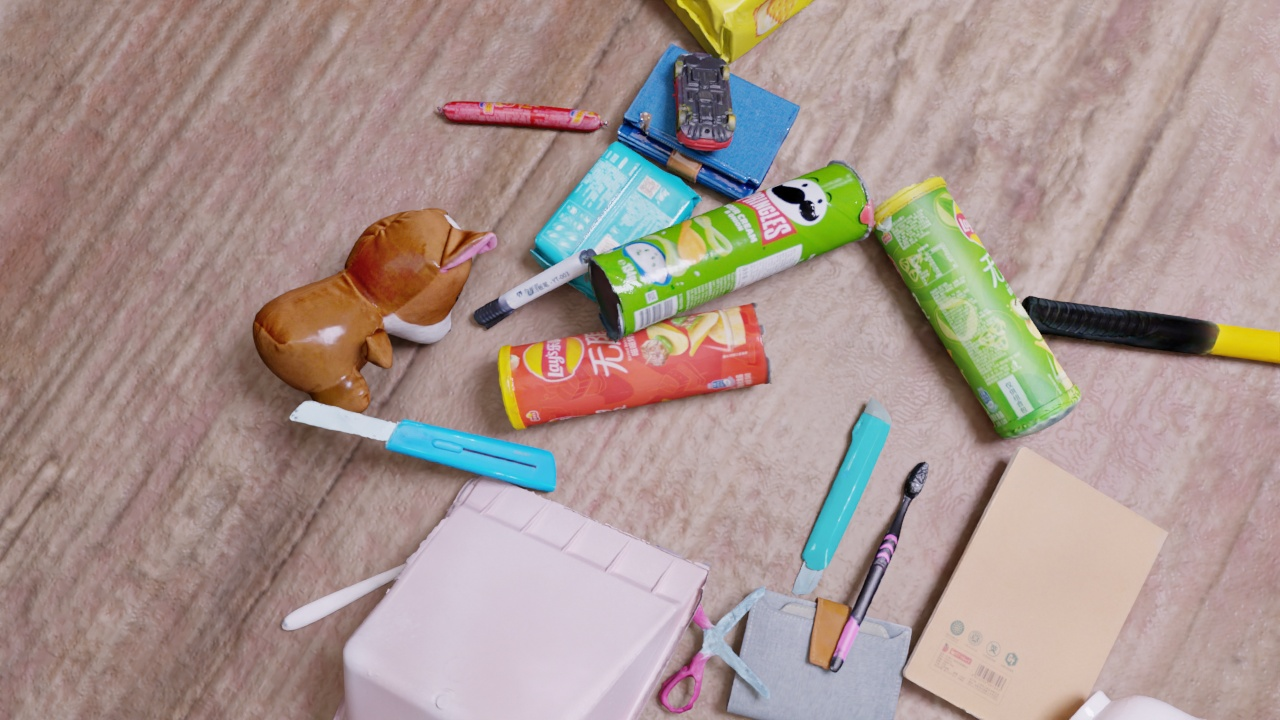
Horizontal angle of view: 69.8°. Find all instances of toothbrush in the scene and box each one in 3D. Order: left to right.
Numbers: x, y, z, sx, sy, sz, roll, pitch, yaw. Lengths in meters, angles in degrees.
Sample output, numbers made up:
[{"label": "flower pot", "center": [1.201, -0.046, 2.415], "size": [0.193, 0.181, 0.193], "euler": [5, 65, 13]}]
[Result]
[{"label": "toothbrush", "center": [-0.217, 0.183, 0.765], "size": [0.180, 0.016, 0.016], "euler": [-25, 79, -1]}, {"label": "toothbrush", "center": [0.193, 0.162, 0.735], "size": [0.014, 0.018, 0.189], "euler": [27, 72, 10]}]

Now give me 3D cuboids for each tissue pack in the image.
[{"label": "tissue pack", "center": [-0.020, -0.116, 0.785], "size": [0.093, 0.050, 0.133], "euler": [37, 85, 8]}]

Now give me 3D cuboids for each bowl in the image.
[{"label": "bowl", "center": [0.357, 0.290, 0.691], "size": [0.118, 0.118, 0.065], "euler": [-44, 58, -5]}]

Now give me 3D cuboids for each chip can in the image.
[{"label": "chip can", "center": [-0.004, 0.004, 0.758], "size": [0.216, 0.073, 0.073], "euler": [-10, 81, -1]}, {"label": "chip can", "center": [0.072, -0.090, 0.740], "size": [0.235, 0.072, 0.072], "euler": [-23, 81, -15]}, {"label": "chip can", "center": [0.272, -0.042, 0.752], "size": [0.072, 0.072, 0.221], "euler": [-29, 81, -2]}]

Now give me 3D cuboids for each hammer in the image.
[{"label": "hammer", "center": [0.470, -0.019, 0.761], "size": [0.301, 0.033, 0.128], "euler": [8, 81, 3]}]

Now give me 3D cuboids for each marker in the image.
[{"label": "marker", "center": [-0.088, -0.059, 0.766], "size": [0.131, 0.018, 0.022], "euler": [-24, 114, 29]}]

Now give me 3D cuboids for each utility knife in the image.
[{"label": "utility knife", "center": [-0.166, 0.067, 0.731], "size": [0.218, 0.018, 0.034], "euler": [17, 80, -24]}, {"label": "utility knife", "center": [0.167, 0.115, 0.763], "size": [0.029, 0.013, 0.176], "euler": [25, 86, 8]}]

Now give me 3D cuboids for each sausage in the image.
[{"label": "sausage", "center": [-0.105, -0.219, 0.820], "size": [0.156, 0.020, 0.020], "euler": [5, 82, 3]}]

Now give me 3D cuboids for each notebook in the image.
[{"label": "notebook", "center": [0.318, 0.194, 0.735], "size": [0.148, 0.008, 0.207], "euler": [30, 84, -5]}]

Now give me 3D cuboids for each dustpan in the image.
[{"label": "dustpan", "center": [-0.107, 0.239, 0.689], "size": [0.223, 0.272, 0.139], "euler": [21, 126, 23]}]

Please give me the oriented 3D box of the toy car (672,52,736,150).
[{"label": "toy car", "center": [0.052, -0.218, 0.770], "size": [0.049, 0.031, 0.106], "euler": [3, 57, -8]}]

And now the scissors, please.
[{"label": "scissors", "center": [0.052, 0.224, 0.735], "size": [0.133, 0.017, 0.134], "euler": [42, 99, 25]}]

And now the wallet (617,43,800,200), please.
[{"label": "wallet", "center": [0.060, -0.207, 0.803], "size": [0.133, 0.040, 0.106], "euler": [28, 75, 6]}]

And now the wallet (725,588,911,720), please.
[{"label": "wallet", "center": [0.143, 0.245, 0.732], "size": [0.130, 0.037, 0.106], "euler": [14, 83, 4]}]

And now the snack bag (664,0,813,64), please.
[{"label": "snack bag", "center": [0.111, -0.389, 0.813], "size": [0.246, 0.068, 0.158], "euler": [-38, 82, -5]}]

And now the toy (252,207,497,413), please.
[{"label": "toy", "center": [-0.210, -0.046, 0.750], "size": [0.140, 0.130, 0.199], "euler": [30, 76, 41]}]
